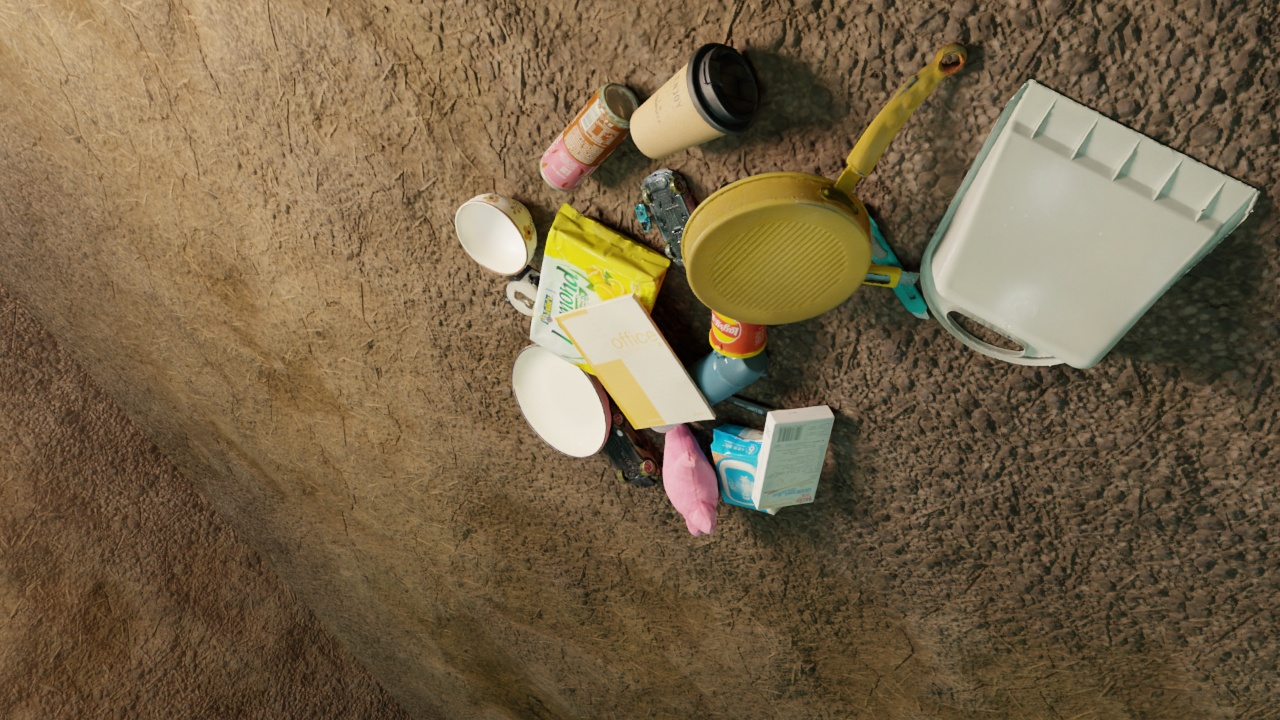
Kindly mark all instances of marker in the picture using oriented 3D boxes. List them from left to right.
[{"bbox_3d":[0.169,0.069,1.235,0.124,0.015,0.018,19,135,22],"label":"marker"}]

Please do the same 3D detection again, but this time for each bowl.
[{"bbox_3d":[-0.182,-0.175,1.215,0.113,0.062,0.114,20,136,20],"label":"bowl"}]

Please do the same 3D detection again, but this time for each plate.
[{"bbox_3d":[-0.114,0.056,1.390,0.192,0.038,0.193,23,129,31],"label":"plate"}]

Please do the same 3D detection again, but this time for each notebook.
[{"bbox_3d":[-0.007,0.007,1.203,0.146,0.010,0.206,-11,123,41],"label":"notebook"}]

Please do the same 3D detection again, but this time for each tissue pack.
[{"bbox_3d":[0.153,0.153,1.290,0.090,0.063,0.140,10,134,28],"label":"tissue pack"}]

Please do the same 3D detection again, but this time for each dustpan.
[{"bbox_3d":[0.399,-0.105,0.901,0.223,0.142,0.258,30,111,8],"label":"dustpan"}]

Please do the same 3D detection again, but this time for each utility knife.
[{"bbox_3d":[0.225,-0.100,1.015,0.174,0.015,0.033,13,143,35],"label":"utility knife"},{"bbox_3d":[0.268,-0.105,0.993,0.029,0.013,0.160,-17,118,51],"label":"utility knife"}]

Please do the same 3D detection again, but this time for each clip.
[{"bbox_3d":[0.005,-0.170,1.096,0.014,0.057,0.046,-26,117,7],"label":"clip"}]

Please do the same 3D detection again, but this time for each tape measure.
[{"bbox_3d":[-0.156,-0.096,1.297,0.066,0.033,0.066,30,142,8],"label":"tape measure"}]

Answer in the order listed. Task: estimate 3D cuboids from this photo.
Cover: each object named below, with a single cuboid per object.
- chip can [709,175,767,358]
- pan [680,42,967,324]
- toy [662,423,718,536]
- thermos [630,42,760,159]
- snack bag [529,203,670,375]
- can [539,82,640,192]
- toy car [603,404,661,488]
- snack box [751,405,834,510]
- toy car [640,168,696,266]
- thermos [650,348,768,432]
[{"bbox_3d":[0.119,-0.102,1.059,0.073,0.073,0.217,20,138,20],"label":"chip can"},{"bbox_3d":[0.186,-0.164,0.910,0.197,0.078,0.359,21,139,-27],"label":"pan"},{"bbox_3d":[0.070,0.164,1.313,0.195,0.074,0.178,99,155,-76],"label":"toy"},{"bbox_3d":[0.054,-0.261,0.944,0.144,0.092,0.093,-15,119,52],"label":"thermos"},{"bbox_3d":[-0.055,-0.079,1.211,0.158,0.068,0.247,28,139,8],"label":"snack bag"},{"bbox_3d":[-0.059,-0.253,1.051,0.058,0.057,0.148,45,140,-10],"label":"can"},{"bbox_3d":[-0.026,0.129,1.414,0.070,0.042,0.158,-23,102,48],"label":"toy car"},{"bbox_3d":[0.199,0.129,1.210,0.084,0.026,0.157,-6,129,-13],"label":"snack box"},{"bbox_3d":[0.045,-0.168,1.079,0.054,0.036,0.120,-12,111,43],"label":"toy car"},{"bbox_3d":[0.082,0.031,1.224,0.070,0.070,0.221,44,140,-8],"label":"thermos"}]
